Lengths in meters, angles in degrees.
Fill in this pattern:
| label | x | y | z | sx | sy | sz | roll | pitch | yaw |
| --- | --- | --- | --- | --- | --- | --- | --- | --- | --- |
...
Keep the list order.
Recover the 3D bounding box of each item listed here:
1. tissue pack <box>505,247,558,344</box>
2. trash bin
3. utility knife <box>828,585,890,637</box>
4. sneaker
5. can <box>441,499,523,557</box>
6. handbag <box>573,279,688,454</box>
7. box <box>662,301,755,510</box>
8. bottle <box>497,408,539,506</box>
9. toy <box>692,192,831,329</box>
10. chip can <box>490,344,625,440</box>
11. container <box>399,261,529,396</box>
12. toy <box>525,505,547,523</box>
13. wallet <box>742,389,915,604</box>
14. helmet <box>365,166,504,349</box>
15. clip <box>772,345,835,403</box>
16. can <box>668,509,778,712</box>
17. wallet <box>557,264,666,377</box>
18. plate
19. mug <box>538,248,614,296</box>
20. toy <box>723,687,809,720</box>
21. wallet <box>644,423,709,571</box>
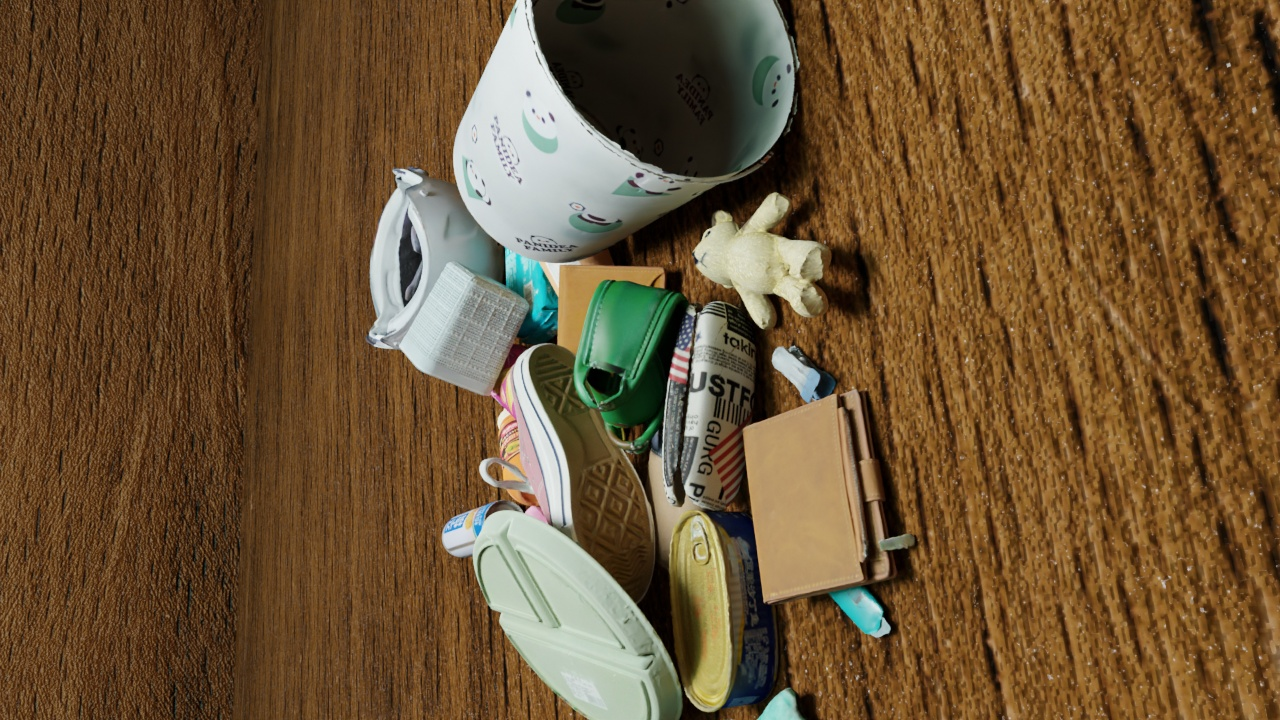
| label | x | y | z | sx | sy | sz | roll | pitch | yaw |
| --- | --- | --- | --- | --- | --- | --- | --- | --- | --- |
| tissue pack | -0.111 | -0.093 | 1.017 | 0.093 | 0.050 | 0.133 | -29 | 61 | 53 |
| trash bin | -0.035 | -0.207 | 0.772 | 0.253 | 0.229 | 0.229 | -26 | 63 | 58 |
| utility knife | 0.125 | 0.138 | 0.650 | 0.157 | 0.013 | 0.029 | 48 | 124 | 49 |
| sneaker | -0.064 | 0.106 | 0.804 | 0.088 | 0.118 | 0.241 | -39 | 68 | 47 |
| can | -0.188 | 0.201 | 1.089 | 0.135 | 0.053 | 0.053 | -27 | 63 | 53 |
| handbag | -0.004 | 0.004 | 0.752 | 0.131 | 0.068 | 0.120 | 69 | -144 | -66 |
| box | 0.038 | 0.034 | 0.717 | 0.082 | 0.075 | 0.163 | -5 | 72 | 43 |
| bottle | -0.128 | 0.095 | 1.010 | 0.067 | 0.066 | 0.149 | -68 | 29 | 24 |
| toy | 0.092 | -0.070 | 0.685 | 0.157 | 0.066 | 0.105 | -146 | 49 | -62 |
| chip can | -0.096 | 0.047 | 0.952 | 0.210 | 0.071 | 0.071 | 34 | 114 | 54 |
| container | -0.186 | -0.037 | 0.978 | 0.090 | 0.090 | 0.111 | 34 | 98 | 55 |
| toy | -0.065 | 0.213 | 0.873 | 0.179 | 0.074 | 0.194 | 5 | 96 | 56 |
| wallet | 0.123 | 0.093 | 0.632 | 0.119 | 0.035 | 0.130 | -25 | 59 | 40 |
| helmet | -0.252 | -0.119 | 1.153 | 0.259 | 0.145 | 0.229 | 19 | 100 | 65 |
| clip | 0.118 | 0.008 | 0.676 | 0.058 | 0.038 | 0.026 | 55 | 132 | 48 |
| can | 0.063 | 0.189 | 0.705 | 0.075 | 0.049 | 0.148 | -26 | 64 | 53 |
| wallet | -0.027 | -0.022 | 0.846 | 0.108 | 0.031 | 0.132 | 4 | 96 | 18 |
| plate | -0.061 | 0.224 | 0.763 | 0.230 | 0.027 | 0.231 | 31 | 140 | 29 |
| mug | -0.063 | -0.098 | 0.919 | 0.078 | 0.078 | 0.122 | -51 | 53 | 40 |
| toy | 0.099 | 0.278 | 0.656 | 0.096 | 0.030 | 0.092 | 53 | 131 | 39 |
| wallet | 0.032 | 0.118 | 0.782 | 0.090 | 0.033 | 0.115 | 21 | 103 | 59 |
